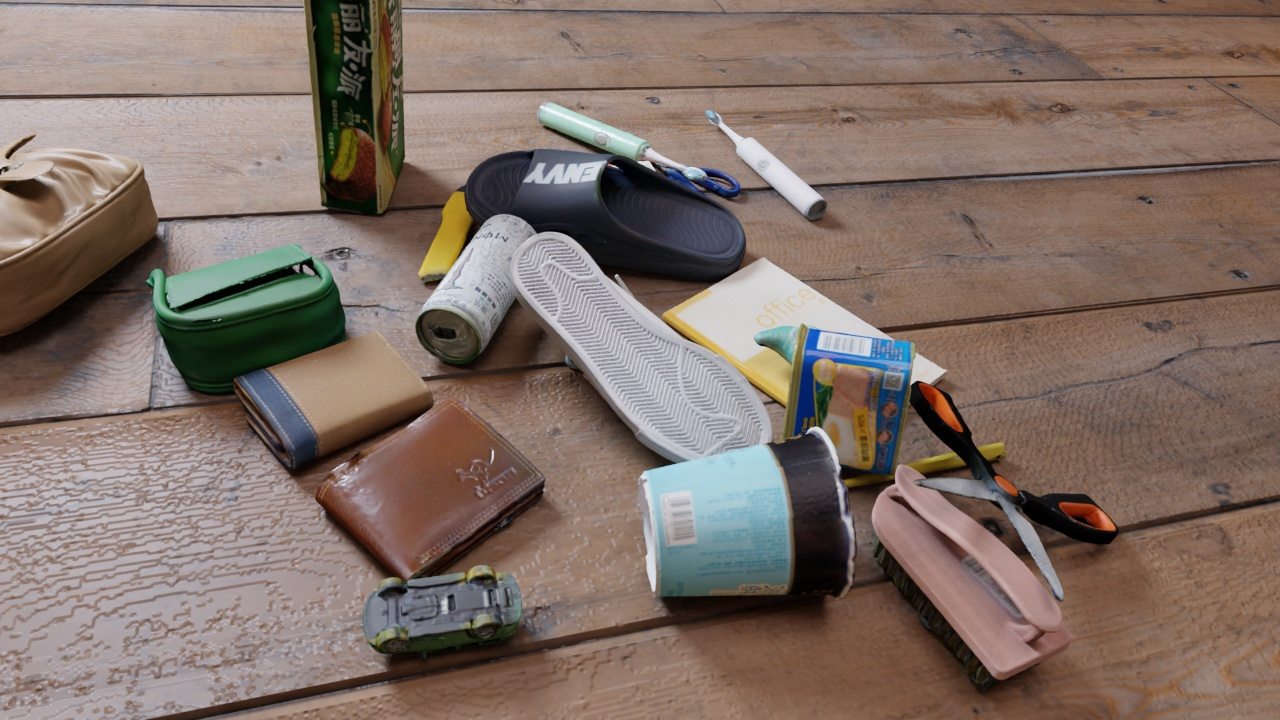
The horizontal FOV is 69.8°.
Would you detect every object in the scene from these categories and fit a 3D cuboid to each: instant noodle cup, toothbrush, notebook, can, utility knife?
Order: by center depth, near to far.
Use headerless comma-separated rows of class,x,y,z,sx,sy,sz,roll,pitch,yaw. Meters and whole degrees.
instant noodle cup,0.062,0.104,0.586,0.120,0.111,0.111,-6,43,-5
can,0.151,0.030,0.669,0.083,0.102,0.057,9,28,13
toothbrush,0.199,0.087,0.690,0.189,0.016,0.016,-9,49,-21
can,-0.132,-0.062,0.764,0.058,0.058,0.146,15,41,6
notebook,0.141,-0.013,0.797,0.206,0.010,0.145,37,49,28
utility knife,-0.176,-0.120,0.854,0.033,0.015,0.153,5,41,4
toothbrush,-0.022,-0.236,0.998,0.224,0.026,0.027,28,34,25
toothbrush,0.133,-0.226,1.026,0.026,0.027,0.221,30,18,-49

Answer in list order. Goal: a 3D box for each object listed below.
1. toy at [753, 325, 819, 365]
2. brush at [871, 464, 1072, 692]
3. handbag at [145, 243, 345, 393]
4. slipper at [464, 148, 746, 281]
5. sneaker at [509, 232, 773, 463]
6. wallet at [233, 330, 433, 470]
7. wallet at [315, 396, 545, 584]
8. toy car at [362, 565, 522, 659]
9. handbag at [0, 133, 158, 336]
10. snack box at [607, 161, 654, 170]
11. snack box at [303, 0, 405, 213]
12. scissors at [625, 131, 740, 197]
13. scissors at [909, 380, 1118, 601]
toy,0.151,0.004,0.751,0.096,0.030,0.092,-7,49,-28
brush,0.205,0.134,0.595,0.063,0.073,0.145,-14,44,-24
handbag,-0.301,-0.040,0.707,0.131,0.068,0.120,-19,41,-28
slipper,-0.023,-0.149,0.840,0.268,0.083,0.110,13,56,-8
sneaker,-0.004,0.004,0.709,0.242,0.091,0.089,42,78,9
wallet,-0.222,0.025,0.668,0.115,0.033,0.090,-26,55,-36
wallet,-0.138,0.086,0.615,0.101,0.032,0.124,35,48,23
toy car,-0.116,0.150,0.540,0.091,0.036,0.043,-2,43,-14
handbag,-0.489,-0.109,0.716,0.148,0.100,0.204,11,37,6
snack box,-0.050,-0.165,0.921,0.155,0.027,0.077,-9,45,-21
snack box,-0.256,-0.264,0.831,0.063,0.241,0.114,6,40,-6
scissors,0.026,-0.207,0.997,0.171,0.012,0.140,15,41,9
scissors,0.249,0.088,0.633,0.220,0.022,0.234,21,26,-23
